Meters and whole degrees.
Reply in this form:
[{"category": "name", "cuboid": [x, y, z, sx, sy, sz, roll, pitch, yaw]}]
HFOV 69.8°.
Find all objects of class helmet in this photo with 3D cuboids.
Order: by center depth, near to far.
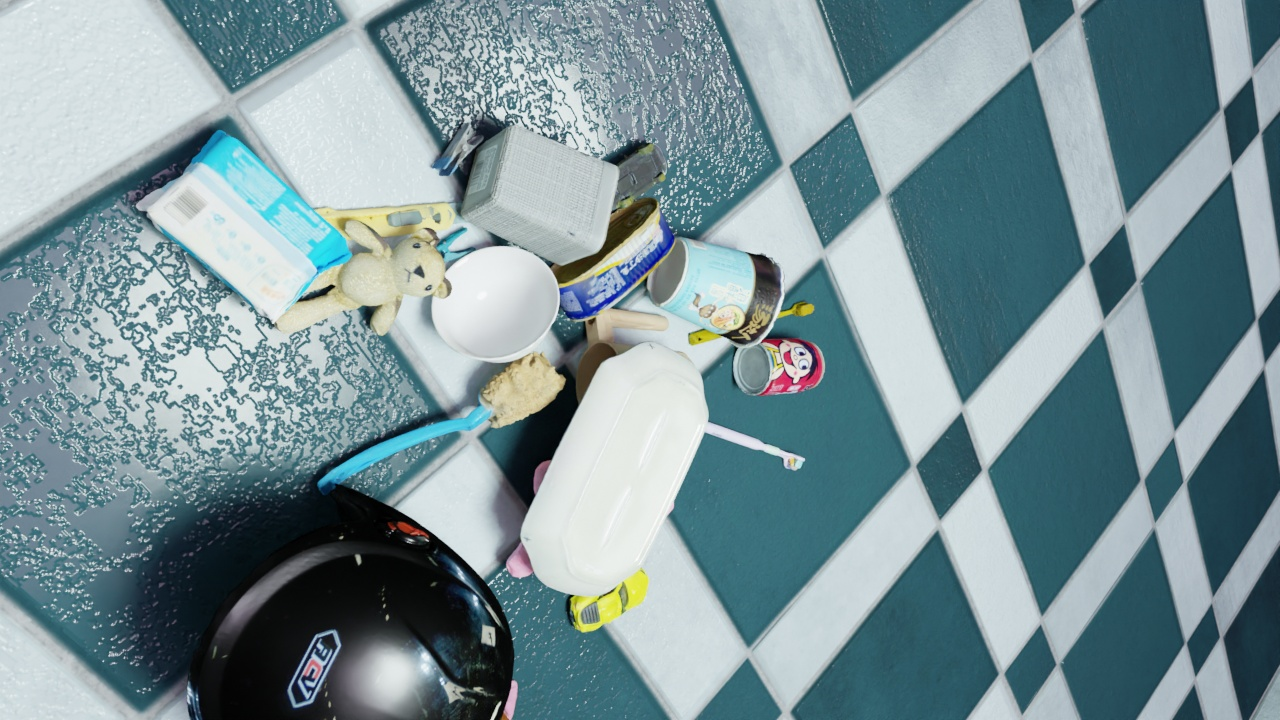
[{"category": "helmet", "cuboid": [-0.230, 0.246, 0.758, 0.233, 0.230, 0.275, -61, 164, -11]}]

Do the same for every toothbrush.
[{"category": "toothbrush", "cuboid": [0.136, -0.045, 1.096, 0.189, 0.017, 0.016, -16, 107, -33]}, {"category": "toothbrush", "cuboid": [0.130, 0.101, 1.119, 0.189, 0.029, 0.021, 23, 45, -35]}]

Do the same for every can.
[{"category": "can", "cuboid": [-0.029, -0.103, 0.931, 0.148, 0.075, 0.049, -44, 124, -21]}, {"category": "can", "cuboid": [0.166, 0.007, 1.097, 0.093, 0.067, 0.066, -2, 100, -36]}]

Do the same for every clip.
[{"category": "clip", "cuboid": [-0.168, -0.193, 0.846, 0.033, 0.025, 0.057, 45, 66, -37]}, {"category": "clip", "cuboid": [-0.182, -0.104, 0.859, 0.056, 0.014, 0.040, -31, 115, -29]}]

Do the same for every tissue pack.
[{"category": "tissue pack", "cuboid": [-0.308, -0.104, 0.722, 0.140, 0.063, 0.089, 43, 73, -11]}]

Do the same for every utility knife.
[{"category": "utility knife", "cuboid": [-0.214, -0.130, 0.833, 0.206, 0.021, 0.031, -14, 106, -38]}]

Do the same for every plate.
[{"category": "plate", "cuboid": [-0.012, 0.113, 0.908, 0.162, 0.034, 0.265, 30, 84, -37]}]

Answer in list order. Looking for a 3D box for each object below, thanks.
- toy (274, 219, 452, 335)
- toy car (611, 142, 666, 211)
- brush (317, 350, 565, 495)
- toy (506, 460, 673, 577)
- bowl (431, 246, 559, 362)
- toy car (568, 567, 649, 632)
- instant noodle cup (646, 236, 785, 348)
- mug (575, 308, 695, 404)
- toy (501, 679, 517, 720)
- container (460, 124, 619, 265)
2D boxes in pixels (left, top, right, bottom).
[{"category": "toy", "cuboid": [-0.244, -0.066, 0.789, 0.157, 0.066, 0.105, -18, 107, -16]}, {"category": "toy car", "cuboid": [-0.011, -0.191, 0.950, 0.090, 0.035, 0.042, -39, 120, -24]}, {"category": "brush", "cuboid": [-0.183, 0.060, 0.866, 0.254, 0.083, 0.046, -26, 70, -21]}, {"category": "toy", "cuboid": [-0.042, 0.154, 0.969, 0.194, 0.075, 0.178, 15, 97, -40]}, {"category": "bowl", "cuboid": [-0.131, -0.042, 0.867, 0.118, 0.118, 0.065, -52, 162, -17]}, {"category": "toy car", "cuboid": [-0.031, 0.267, 1.027, 0.105, 0.032, 0.048, -21, 110, -33]}, {"category": "instant noodle cup", "cuboid": [0.076, -0.079, 0.999, 0.120, 0.111, 0.111, 15, 90, -29]}, {"category": "mug", "cuboid": [-0.006, 0.006, 0.974, 0.103, 0.084, 0.124, 5, 69, -38]}, {"category": "toy", "cuboid": [-0.173, 0.418, 0.905, 0.140, 0.131, 0.199, 1, 89, -30]}, {"category": "container", "cuboid": [-0.096, -0.155, 0.856, 0.114, 0.090, 0.090, 19, 74, -32]}]
